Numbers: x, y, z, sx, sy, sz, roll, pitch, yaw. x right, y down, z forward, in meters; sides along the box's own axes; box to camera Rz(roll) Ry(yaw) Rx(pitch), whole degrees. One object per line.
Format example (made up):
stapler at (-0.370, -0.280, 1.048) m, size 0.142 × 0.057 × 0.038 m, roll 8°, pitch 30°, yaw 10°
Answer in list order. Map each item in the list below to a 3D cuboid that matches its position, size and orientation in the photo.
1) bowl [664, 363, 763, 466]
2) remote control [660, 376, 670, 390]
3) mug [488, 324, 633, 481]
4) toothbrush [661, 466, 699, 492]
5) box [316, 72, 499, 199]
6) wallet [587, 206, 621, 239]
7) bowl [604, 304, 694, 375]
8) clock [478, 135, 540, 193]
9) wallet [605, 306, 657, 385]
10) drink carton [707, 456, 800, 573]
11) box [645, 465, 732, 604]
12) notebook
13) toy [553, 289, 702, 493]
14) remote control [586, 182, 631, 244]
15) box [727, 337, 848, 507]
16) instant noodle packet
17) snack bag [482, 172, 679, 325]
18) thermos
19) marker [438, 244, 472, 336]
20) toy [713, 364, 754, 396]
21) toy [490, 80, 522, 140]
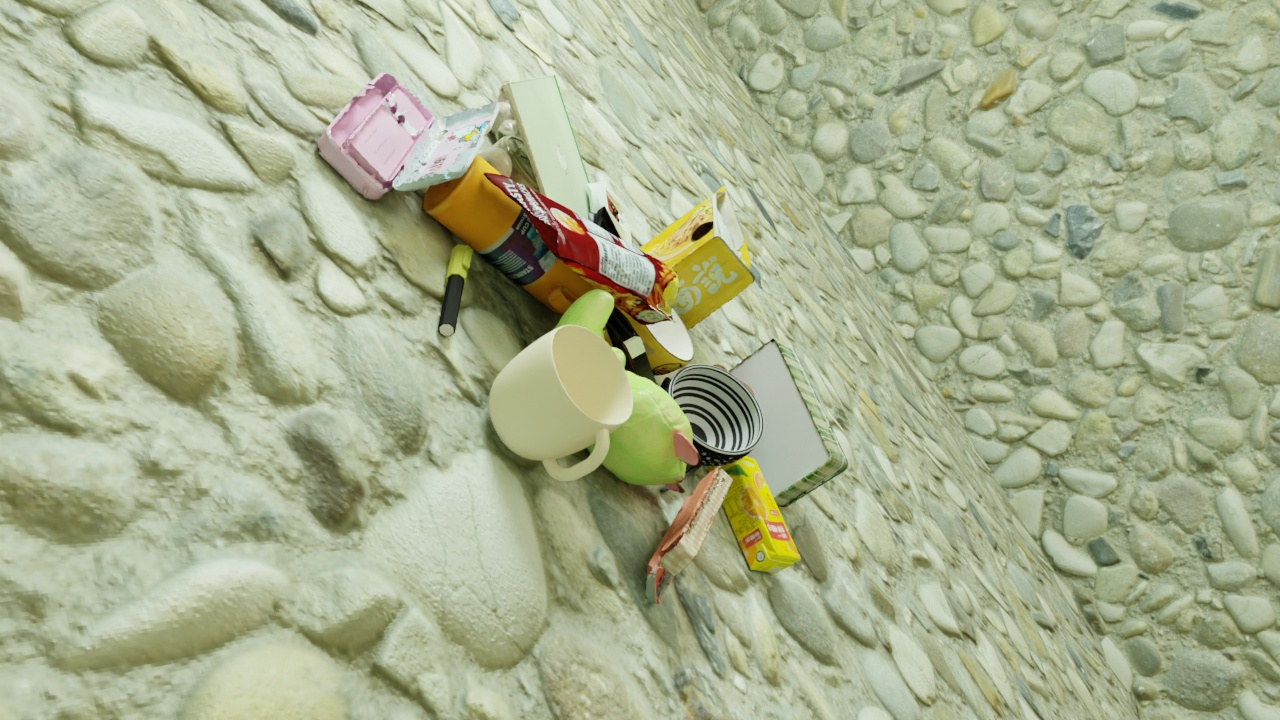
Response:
bowl at (0.072, 0.071, 1.040) m, size 0.120 × 0.067 × 0.120 m, roll 16°, pitch 47°, yaw -19°
remote control at (0.074, 0.081, 1.111) m, size 0.152 × 0.020 × 0.041 m, roll 46°, pitch 22°, yaw -21°
mug at (-0.071, 0.045, 0.768) m, size 0.096 × 0.100 × 0.120 m, roll 9°, pitch 55°, yaw -52°
toothbrush at (0.056, 0.123, 1.023) m, size 0.013 × 0.013 × 0.167 m, roll 64°, pitch 23°, yaw 3°
box at (-0.220, -0.213, 0.887) m, size 0.146 × 0.077 × 0.201 m, roll 16°, pitch 32°, yaw -8°
wallet at (-0.044, -0.121, 1.109) m, size 0.114 × 0.026 × 0.089 m, roll -83°, pitch 154°, yaw -47°
bowl at (0.001, -0.030, 1.060) m, size 0.117 × 0.068 × 0.117 m, roll 43°, pitch 25°, yaw -26°
clock at (-0.148, -0.218, 1.051) m, size 0.093 × 0.055 × 0.140 m, roll 59°, pitch 20°, yaw 11°
wallet at (-0.006, 0.006, 0.969) m, size 0.072 × 0.019 × 0.123 m, roll 50°, pitch -15°, yaw 45°
drink carton at (0.129, 0.176, 1.056) m, size 0.058 × 0.043 × 0.134 m, roll 21°, pitch 38°, yaw -49°
box at (0.044, 0.162, 0.870) m, size 0.041 × 0.083 × 0.186 m, roll 43°, pitch 24°, yaw 2°
notebook at (-0.089, -0.213, 1.101) m, size 0.181 × 0.010 × 0.252 m, roll -58°, pitch 132°, yaw -66°
toy at (-0.024, 0.042, 0.869) m, size 0.196 × 0.107 × 0.150 m, roll 62°, pitch -17°, yaw 13°
remote control at (-0.034, -0.183, 1.199) m, size 0.143 × 0.024 × 0.049 m, roll 45°, pitch 35°, yaw -66°
box at (0.181, 0.080, 1.204) m, size 0.051 × 0.118 × 0.205 m, roll 24°, pitch 35°, yaw -44°
instant noodle packet at (0.053, -0.138, 1.197) m, size 0.084 × 0.163 × 0.221 m, roll 42°, pitch 25°, yaw -24°
snack bag at (-0.047, -0.112, 0.891) m, size 0.207 × 0.067 × 0.139 m, roll 31°, pitch 17°, yaw -48°
thermos at (-0.113, -0.107, 0.944) m, size 0.232 × 0.076 × 0.091 m, roll 39°, pitch 56°, yaw -34°
marker at (-0.168, -0.066, 0.836) m, size 0.017 × 0.021 × 0.123 m, roll 40°, pitch 27°, yaw -30°
toy at (0.105, 0.048, 1.173) m, size 0.095 × 0.065 × 0.127 m, roll 57°, pitch -3°, yaw -12°
toy at (-0.150, -0.296, 1.132) m, size 0.074 × 0.085 × 0.105 m, roll 22°, pitch 42°, yaw -16°
